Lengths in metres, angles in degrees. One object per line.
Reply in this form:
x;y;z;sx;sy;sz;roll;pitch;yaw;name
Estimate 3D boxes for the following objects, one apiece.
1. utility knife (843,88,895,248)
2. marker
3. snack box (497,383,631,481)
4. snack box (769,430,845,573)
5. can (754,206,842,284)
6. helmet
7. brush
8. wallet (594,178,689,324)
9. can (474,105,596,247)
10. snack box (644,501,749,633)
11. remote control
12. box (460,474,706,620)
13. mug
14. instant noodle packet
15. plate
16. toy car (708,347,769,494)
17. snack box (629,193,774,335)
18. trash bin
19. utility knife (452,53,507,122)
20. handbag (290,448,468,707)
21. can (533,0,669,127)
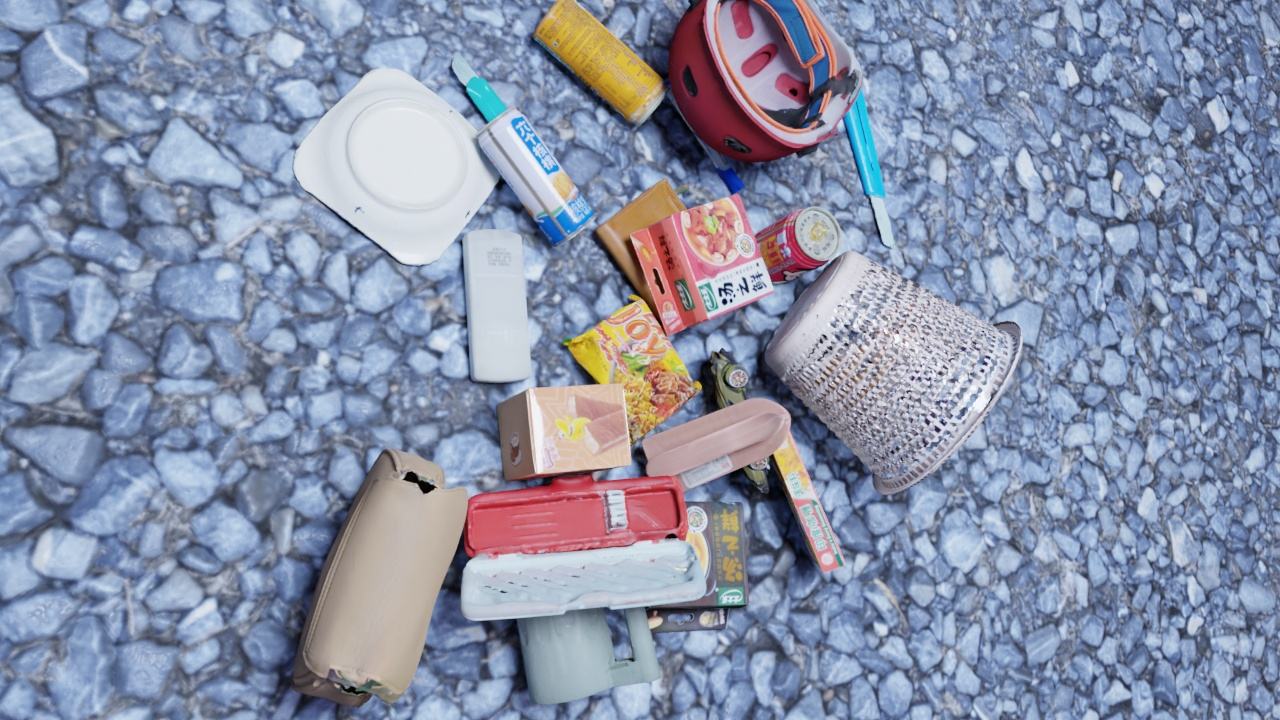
0.282;-0.237;1.128;0.034;0.018;0.208;-12;86;-28;utility knife
0.070;-0.251;1.031;0.016;0.017;0.146;-38;97;-27;marker
-0.073;0.068;0.854;0.094;0.093;0.077;-2;81;-26;snack box
0.167;0.139;0.962;0.027;0.077;0.156;-23;89;1;snack box
0.169;-0.126;1.008;0.066;0.094;0.066;5;77;-24;can
0.110;-0.300;0.980;0.207;0.144;0.239;49;51;-14;helmet
0.076;0.081;0.887;0.146;0.073;0.063;-23;84;13;brush
0.030;-0.118;0.978;0.118;0.035;0.130;-42;101;-23;wallet
-0.103;-0.181;0.905;0.053;0.053;0.134;-43;106;-26;can
0.046;0.204;0.912;0.113;0.053;0.125;4;72;-25;snack box
-0.140;-0.052;0.887;0.058;0.021;0.150;0;80;-25;remote control
-0.053;0.163;0.797;0.201;0.160;0.050;-4;123;-6;box
-0.050;0.241;0.820;0.124;0.083;0.103;-15;82;18;mug
-0.006;0.005;0.928;0.110;0.044;0.128;-34;95;-31;instant noodle packet
-0.223;-0.191;0.870;0.164;0.034;0.163;37;66;-13;plate
0.103;0.064;0.953;0.042;0.070;0.158;-16;85;2;toy car
0.066;-0.100;0.946;0.126;0.044;0.113;-24;96;-36;snack box
0.249;-0.003;0.970;0.192;0.228;0.227;37;66;-1;trash bin
-0.133;-0.234;0.931;0.029;0.013;0.178;-41;102;-18;utility knife
-0.204;0.176;0.739;0.099;0.148;0.204;22;75;-18;handbag
-0.041;-0.315;0.968;0.146;0.058;0.058;39;66;-14;can
